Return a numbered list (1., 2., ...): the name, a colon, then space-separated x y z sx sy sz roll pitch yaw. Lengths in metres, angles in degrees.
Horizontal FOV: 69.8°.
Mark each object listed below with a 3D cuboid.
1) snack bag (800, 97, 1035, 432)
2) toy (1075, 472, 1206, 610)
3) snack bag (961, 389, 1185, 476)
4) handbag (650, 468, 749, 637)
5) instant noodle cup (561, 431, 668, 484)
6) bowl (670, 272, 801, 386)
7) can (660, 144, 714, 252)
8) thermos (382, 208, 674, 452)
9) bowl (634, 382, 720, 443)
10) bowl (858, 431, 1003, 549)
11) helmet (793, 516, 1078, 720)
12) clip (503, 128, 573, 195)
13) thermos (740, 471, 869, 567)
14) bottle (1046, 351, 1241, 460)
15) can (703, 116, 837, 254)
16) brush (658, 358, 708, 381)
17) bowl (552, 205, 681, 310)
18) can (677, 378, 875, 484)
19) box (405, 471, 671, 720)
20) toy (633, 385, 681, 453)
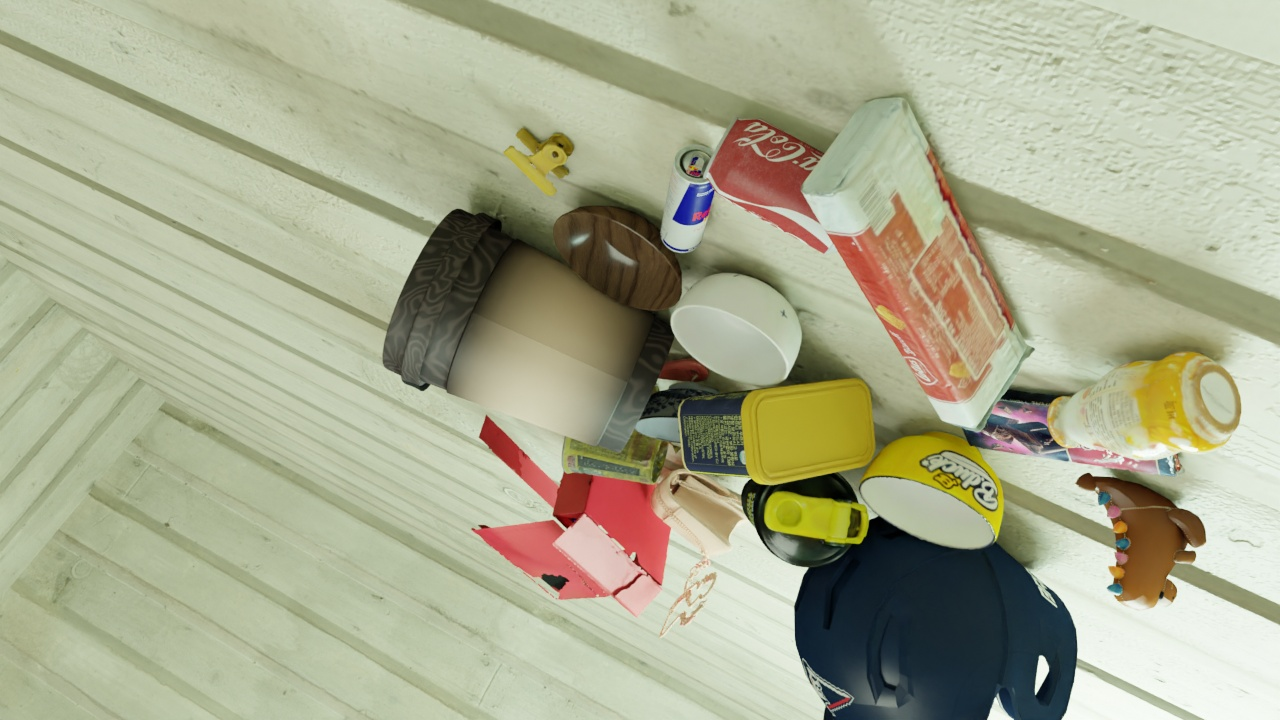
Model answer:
1. snack bag: 0.177 -0.051 0.565 0.041 0.077 0.225 20 157 50
2. toy: 0.365 0.136 0.692 0.103 0.090 0.071 29 157 -8
3. snack bag: 0.311 0.050 0.680 0.155 0.018 0.074 6 145 41
4. handbag: 0.039 0.229 1.129 0.116 0.187 0.199 34 163 3
5. instant noodle cup: -0.027 0.098 1.082 0.108 0.102 0.102 15 153 13
6. bowl: 0.082 -0.030 0.743 0.105 0.054 0.105 27 155 13
7. can: 0.035 -0.113 0.659 0.032 0.032 0.095 27 156 8
8. thermos: -0.096 -0.019 0.845 0.226 0.172 0.173 25 157 -2
9. bowl: 0.051 0.051 0.925 0.114 0.045 0.114 6 163 2
10. bowl: 0.255 0.104 0.786 0.117 0.067 0.117 26 156 12
11. helmet: 0.249 0.272 0.875 0.223 0.272 0.232 29 172 -15
12. clip: -0.073 -0.160 0.714 0.049 0.045 0.054 -39 116 18
13. thermos: 0.151 0.145 0.904 0.098 0.098 0.221 30 175 1
14. bottle: 0.315 0.033 0.583 0.063 0.063 0.109 38 154 -16
15. can: 0.092 -0.110 0.574 0.096 0.054 0.054 29 156 3
16. brush: -0.006 0.006 0.945 0.173 0.030 0.041 -3 140 31
17. bowl: -0.013 -0.091 0.757 0.119 0.032 0.119 25 156 12
18. can: 0.114 0.059 0.787 0.135 0.075 0.105 -5 180 -33
19. box: -0.094 0.299 1.159 0.108 0.408 0.211 13 152 41
20. toy: 0.008 0.060 0.996 0.100 0.063 0.076 42 -166 9
